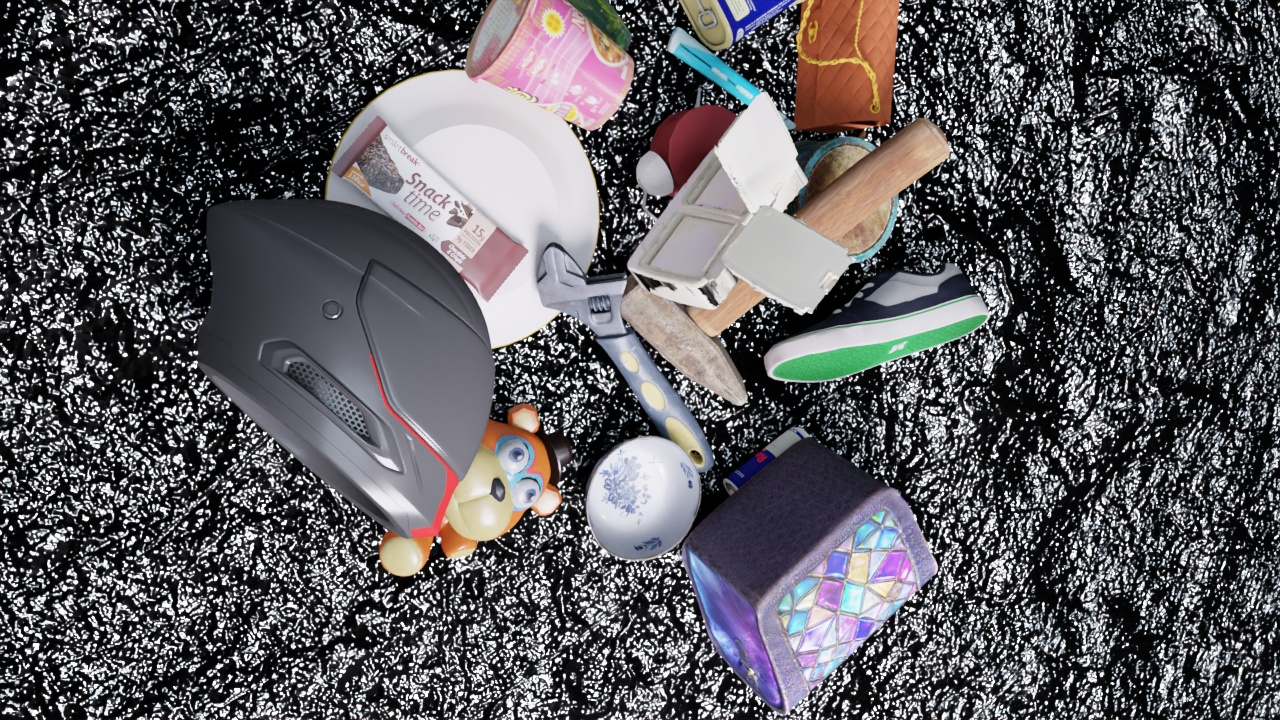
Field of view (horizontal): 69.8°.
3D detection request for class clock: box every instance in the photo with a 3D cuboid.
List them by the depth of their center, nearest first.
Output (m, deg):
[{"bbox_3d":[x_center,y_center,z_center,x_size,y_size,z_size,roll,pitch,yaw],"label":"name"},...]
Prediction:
[{"bbox_3d":[0.047,-0.174,0.816,0.087,0.044,0.124,36,83,-25],"label":"clock"},{"bbox_3d":[0.158,-0.140,0.855,0.157,0.073,0.121,-26,107,-22],"label":"clock"}]

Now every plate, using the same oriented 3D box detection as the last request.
[{"bbox_3d":[-0.137,-0.120,0.753,0.229,0.021,0.230,-4,100,-24],"label":"plate"}]

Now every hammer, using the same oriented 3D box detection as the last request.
[{"bbox_3d":[0.137,-0.094,0.795,0.301,0.037,0.158,-39,115,18],"label":"hammer"}]

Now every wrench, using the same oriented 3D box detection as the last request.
[{"bbox_3d":[-0.005,0.005,0.812,0.073,0.022,0.273,-26,121,14],"label":"wrench"}]

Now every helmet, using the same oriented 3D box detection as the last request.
[{"bbox_3d":[-0.201,-0.015,0.652,0.264,0.164,0.169,40,67,-4],"label":"helmet"}]

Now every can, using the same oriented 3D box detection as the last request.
[{"bbox_3d":[0.079,-0.342,0.797,0.092,0.056,0.116,-37,111,-14],"label":"can"},{"bbox_3d":[0.127,0.103,0.901,0.095,0.032,0.032,-35,110,-16],"label":"can"}]

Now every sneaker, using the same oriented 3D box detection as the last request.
[{"bbox_3d":[0.223,-0.042,0.908,0.235,0.084,0.079,-15,69,-13],"label":"sneaker"}]

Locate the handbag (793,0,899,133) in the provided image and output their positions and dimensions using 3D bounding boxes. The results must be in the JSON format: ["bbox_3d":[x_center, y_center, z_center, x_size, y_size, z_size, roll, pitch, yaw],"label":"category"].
[{"bbox_3d":[0.185,-0.298,0.822,0.060,0.109,0.172,-1,99,-24],"label":"handbag"}]

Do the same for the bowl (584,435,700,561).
[{"bbox_3d":[-0.005,0.121,0.838,0.114,0.045,0.114,-4,100,-24],"label":"bowl"}]

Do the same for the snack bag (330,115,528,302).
[{"bbox_3d":[-0.162,-0.117,0.722,0.158,0.013,0.057,42,79,-24],"label":"snack bag"}]

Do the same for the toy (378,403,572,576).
[{"bbox_3d":[-0.140,0.100,0.754,0.175,0.096,0.112,-25,107,-31],"label":"toy"}]

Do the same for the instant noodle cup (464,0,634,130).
[{"bbox_3d":[-0.067,-0.241,0.731,0.108,0.098,0.097,24,88,-33],"label":"instant noodle cup"}]

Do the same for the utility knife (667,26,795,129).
[{"bbox_3d":[0.087,-0.254,0.836,0.151,0.015,0.022,26,116,-26],"label":"utility knife"}]

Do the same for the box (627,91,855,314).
[{"bbox_3d":[0.073,-0.122,0.689,0.143,0.193,0.106,-56,133,-15],"label":"box"}]

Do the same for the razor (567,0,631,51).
[{"bbox_3d":[-0.056,-0.306,0.738,0.151,0.067,0.053,43,68,-32],"label":"razor"}]

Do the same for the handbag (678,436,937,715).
[{"bbox_3d":[0.163,0.212,0.879,0.204,0.125,0.222,-38,128,-15],"label":"handbag"}]
